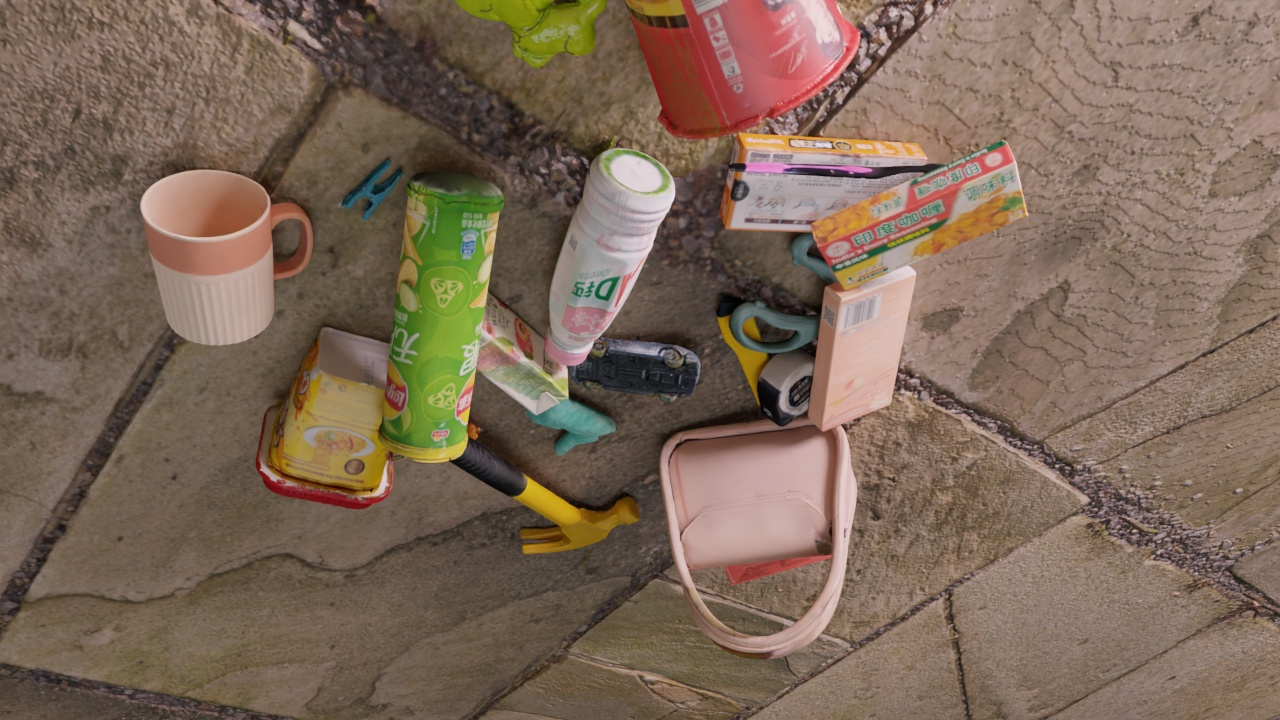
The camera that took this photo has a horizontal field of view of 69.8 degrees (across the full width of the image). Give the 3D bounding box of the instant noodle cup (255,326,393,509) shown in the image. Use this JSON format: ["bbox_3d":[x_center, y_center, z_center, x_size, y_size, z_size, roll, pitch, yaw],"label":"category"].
[{"bbox_3d":[-0.260,0.047,0.799,0.116,0.116,0.124,17,118,-24],"label":"instant noodle cup"}]

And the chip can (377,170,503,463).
[{"bbox_3d":[-0.155,-0.034,0.707,0.072,0.072,0.221,6,110,-16],"label":"chip can"}]

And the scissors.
[{"bbox_3d":[0.152,-0.040,0.832,0.171,0.019,0.177,-35,135,10],"label":"scissors"}]

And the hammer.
[{"bbox_3d":[-0.127,0.125,0.926,0.129,0.032,0.300,-28,139,17],"label":"hammer"}]

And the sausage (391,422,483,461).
[{"bbox_3d":[-0.233,0.086,0.896,0.165,0.021,0.021,-14,135,4],"label":"sausage"}]

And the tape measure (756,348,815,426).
[{"bbox_3d":[0.144,0.021,0.874,0.065,0.033,0.066,-34,137,-18],"label":"tape measure"}]

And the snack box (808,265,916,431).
[{"bbox_3d":[0.202,-0.011,0.843,0.084,0.026,0.157,-19,133,-20],"label":"snack box"}]

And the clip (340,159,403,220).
[{"bbox_3d":[-0.203,-0.130,0.696,0.057,0.014,0.047,-37,127,23],"label":"clip"}]

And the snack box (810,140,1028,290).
[{"bbox_3d":[0.221,-0.112,0.729,0.156,0.027,0.077,-22,147,20],"label":"snack box"}]

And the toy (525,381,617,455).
[{"bbox_3d":[-0.070,0.059,0.893,0.092,0.030,0.097,27,130,-28],"label":"toy"}]

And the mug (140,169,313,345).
[{"bbox_3d":[-0.305,-0.079,0.691,0.114,0.081,0.106,-20,145,-33],"label":"mug"}]

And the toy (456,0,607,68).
[{"bbox_3d":[-0.072,-0.239,0.599,0.097,0.031,0.100,-13,139,3],"label":"toy"}]

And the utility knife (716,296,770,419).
[{"bbox_3d":[0.113,0.012,0.887,0.033,0.015,0.216,-17,135,11],"label":"utility knife"}]

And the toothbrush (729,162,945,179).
[{"bbox_3d":[0.159,-0.144,0.706,0.189,0.014,0.018,-1,142,-11],"label":"toothbrush"}]

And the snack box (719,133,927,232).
[{"bbox_3d":[0.145,-0.140,0.737,0.153,0.026,0.075,0,133,-11],"label":"snack box"}]

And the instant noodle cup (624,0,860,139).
[{"bbox_3d":[0.055,-0.222,0.572,0.138,0.137,0.108,-23,125,12],"label":"instant noodle cup"}]

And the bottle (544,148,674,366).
[{"bbox_3d":[-0.035,-0.075,0.744,0.068,0.068,0.197,9,135,-18],"label":"bottle"}]

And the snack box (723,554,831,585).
[{"bbox_3d":[0.136,0.167,0.974,0.113,0.127,0.044,-19,119,7],"label":"snack box"}]

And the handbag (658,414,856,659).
[{"bbox_3d":[0.114,0.169,0.878,0.193,0.233,0.093,-11,136,15],"label":"handbag"}]

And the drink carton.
[{"bbox_3d":[-0.117,-0.006,0.803,0.046,0.053,0.122,-30,131,21],"label":"drink carton"}]

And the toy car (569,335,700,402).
[{"bbox_3d":[-0.005,0.005,0.847,0.120,0.036,0.054,5,134,-1],"label":"toy car"}]
